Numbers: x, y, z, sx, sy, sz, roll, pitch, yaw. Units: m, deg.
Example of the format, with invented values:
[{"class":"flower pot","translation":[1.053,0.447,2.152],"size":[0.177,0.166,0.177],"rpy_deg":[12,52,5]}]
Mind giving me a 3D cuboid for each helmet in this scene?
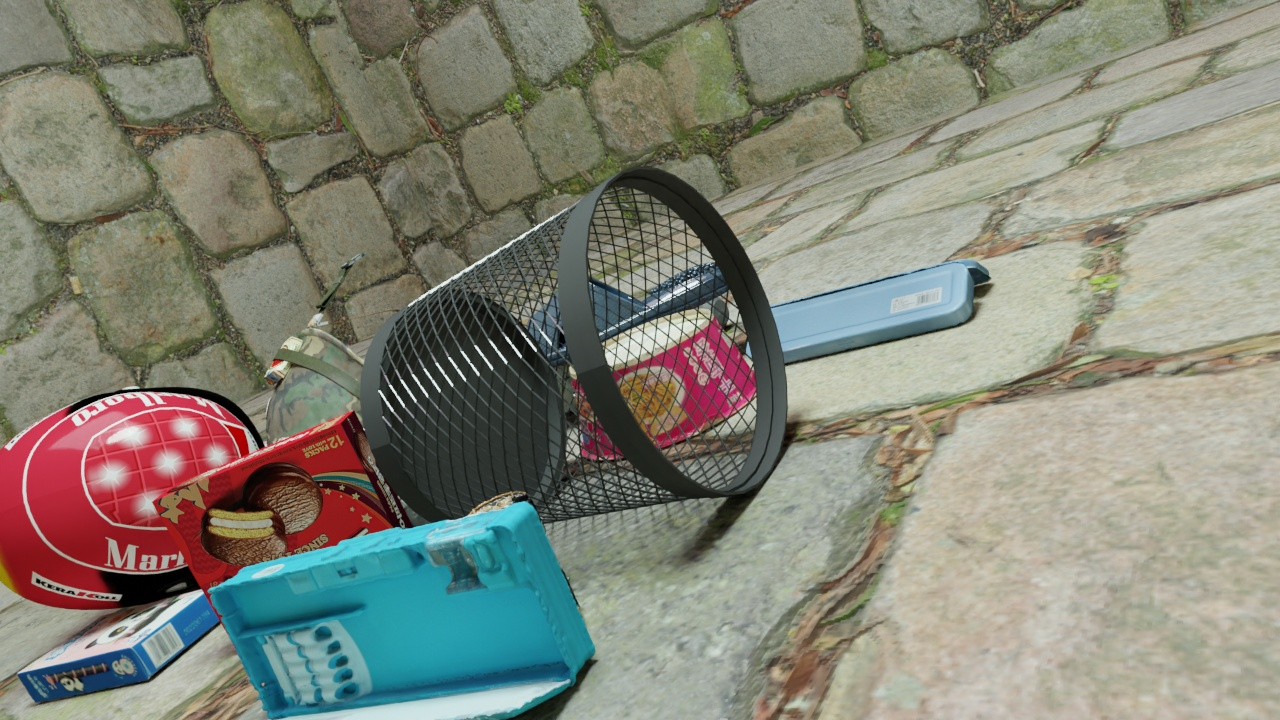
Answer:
[{"class":"helmet","translation":[-0.290,0.036,0.969],"size":[0.236,0.192,0.224],"rpy_deg":[-55,33,-7]},{"class":"helmet","translation":[-0.465,0.127,0.871],"size":[0.270,0.197,0.225],"rpy_deg":[-8,-15,-45]}]

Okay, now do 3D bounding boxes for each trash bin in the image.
[{"class":"trash bin","translation":[-0.051,0.010,0.651],"size":[0.228,0.218,0.217],"rpy_deg":[-20,12,34]}]

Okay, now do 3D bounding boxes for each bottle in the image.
[{"class":"bottle","translation":[0.053,-0.047,1.084],"size":[0.113,0.047,0.046],"rpy_deg":[-12,16,41]}]

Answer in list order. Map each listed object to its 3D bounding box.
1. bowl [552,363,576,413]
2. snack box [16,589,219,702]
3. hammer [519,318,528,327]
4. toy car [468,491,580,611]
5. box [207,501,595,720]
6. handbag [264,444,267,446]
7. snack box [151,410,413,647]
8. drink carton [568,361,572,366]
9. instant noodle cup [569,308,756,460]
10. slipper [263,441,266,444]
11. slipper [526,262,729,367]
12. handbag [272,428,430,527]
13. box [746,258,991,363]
[{"class":"bowl","translation":[-0.085,0.008,1.044],"size":[0.153,0.073,0.153],"rpy_deg":[-21,11,4]},{"class":"snack box","translation":[-0.440,0.242,0.781],"size":[0.154,0.033,0.087],"rpy_deg":[-18,12,24]},{"class":"hammer","translation":[-0.071,-0.048,1.131],"size":[0.304,0.040,0.133],"rpy_deg":[-11,-5,-27]},{"class":"toy car","translation":[-0.069,0.129,0.551],"size":[0.047,0.047,0.112],"rpy_deg":[-25,41,-8]},{"class":"box","translation":[-0.153,0.157,0.468],"size":[0.227,0.097,0.116],"rpy_deg":[-17,12,27]},{"class":"handbag","translation":[-0.379,0.119,1.139],"size":[0.159,0.069,0.126],"rpy_deg":[-10,3,44]},{"class":"snack box","translation":[-0.259,0.129,0.691],"size":[0.152,0.133,0.035],"rpy_deg":[-22,12,4]},{"class":"drink carton","translation":[-0.006,0.005,0.936],"size":[0.122,0.058,0.041],"rpy_deg":[-24,12,-6]},{"class":"instant noodle cup","translation":[0.013,0.014,0.821],"size":[0.179,0.078,0.178],"rpy_deg":[-22,12,5]},{"class":"slipper","translation":[-0.515,0.145,1.266],"size":[0.238,0.064,0.094],"rpy_deg":[-32,15,-31]},{"class":"slipper","translation":[-0.035,-0.059,0.922],"size":[0.264,0.082,0.101],"rpy_deg":[-23,9,6]},{"class":"handbag","translation":[-0.206,0.103,0.769],"size":[0.171,0.112,0.123],"rpy_deg":[-14,-10,6]},{"class":"box","translation":[0.199,-0.050,0.827],"size":[0.210,0.047,0.121],"rpy_deg":[-13,17,35]}]
